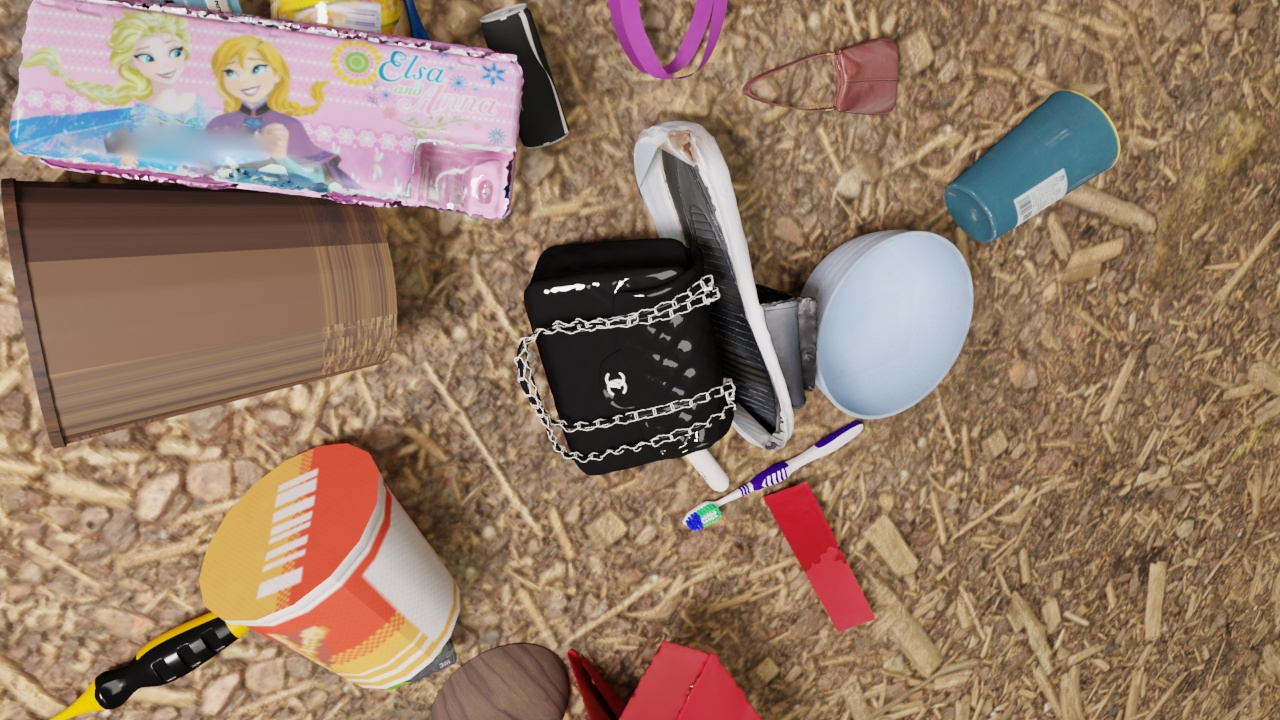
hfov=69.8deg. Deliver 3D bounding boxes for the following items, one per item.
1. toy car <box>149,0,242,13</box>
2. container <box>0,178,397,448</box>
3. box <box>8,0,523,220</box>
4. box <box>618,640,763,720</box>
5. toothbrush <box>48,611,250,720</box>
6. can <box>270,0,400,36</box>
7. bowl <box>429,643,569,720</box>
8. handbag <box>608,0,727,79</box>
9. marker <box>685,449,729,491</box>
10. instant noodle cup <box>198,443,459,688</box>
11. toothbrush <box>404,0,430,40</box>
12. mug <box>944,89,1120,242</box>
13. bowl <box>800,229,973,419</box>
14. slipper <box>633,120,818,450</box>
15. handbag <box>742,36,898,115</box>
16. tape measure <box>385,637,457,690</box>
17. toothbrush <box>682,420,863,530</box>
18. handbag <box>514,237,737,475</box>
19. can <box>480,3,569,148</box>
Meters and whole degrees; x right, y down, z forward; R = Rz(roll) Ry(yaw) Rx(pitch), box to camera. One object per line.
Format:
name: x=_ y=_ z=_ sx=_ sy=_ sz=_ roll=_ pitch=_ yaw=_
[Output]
toy car: x=-0.231 y=-0.170 z=0.468 sx=0.060 sy=0.027 sz=0.108 roll=-1 pitch=118 yaw=15
container: x=-0.228 y=-0.034 z=0.491 sx=0.167 sy=0.132 sz=0.132 roll=-10 pitch=115 yaw=-30
box: x=-0.174 y=-0.120 z=0.442 sx=0.230 sy=0.063 sz=0.085 roll=5 pitch=110 yaw=-9
box: x=-0.062 y=0.418 z=0.717 sx=0.425 sy=0.128 sz=0.213 roll=-37 pitch=124 yaw=-7
toothbrush: x=-0.340 y=0.211 z=0.589 sx=0.196 sy=0.031 sz=0.031 roll=-29 pitch=116 yaw=-11
can: x=-0.166 y=-0.151 z=0.503 sx=0.067 sy=0.067 sz=0.105 roll=-4 pitch=112 yaw=-26
bowl: x=-0.107 y=0.288 z=0.739 sx=0.119 sy=0.032 sz=0.119 roll=-10 pitch=115 yaw=-24
handbag: x=0.018 y=-0.260 z=0.562 sx=0.144 sy=0.068 sz=0.170 roll=-16 pitch=123 yaw=-21
marker: x=0.036 y=0.062 z=0.726 sx=0.017 sy=0.020 sz=0.133 roll=-44 pitch=124 yaw=-10
instant noodle cup: x=-0.188 y=0.140 z=0.590 sx=0.123 sy=0.123 sz=0.121 roll=-38 pitch=130 yaw=-9
toothbrush: x=-0.126 y=-0.175 z=0.544 sx=0.021 sy=0.017 sz=0.135 roll=-19 pitch=118 yaw=-18
mug: x=0.316 y=-0.154 z=0.751 sx=0.121 sy=0.078 sz=0.078 roll=-37 pitch=123 yaw=-5
bowl: x=0.180 y=-0.037 z=0.727 sx=0.150 sy=0.075 sz=0.151 roll=-11 pitch=116 yaw=-23
slipper: x=0.071 y=-0.049 z=0.651 sx=0.063 sy=0.111 sz=0.264 roll=-33 pitch=118 yaw=-20
handbag: x=0.129 y=-0.201 z=0.664 sx=0.119 sy=0.029 sz=0.055 roll=-11 pitch=113 yaw=-17
tape measure: x=-0.172 y=0.206 z=0.670 sx=0.065 sy=0.036 sz=0.059 roll=-19 pitch=127 yaw=-23
toothbrush: x=0.117 y=0.097 z=0.786 sx=0.186 sy=0.016 sz=0.015 roll=-26 pitch=120 yaw=-15
handbag: x=-0.004 y=0.004 z=0.607 sx=0.125 sy=0.114 sz=0.154 roll=-9 pitch=115 yaw=10
can: x=-0.071 y=-0.174 z=0.564 sx=0.031 sy=0.031 sz=0.080 roll=-27 pitch=121 yaw=-15
